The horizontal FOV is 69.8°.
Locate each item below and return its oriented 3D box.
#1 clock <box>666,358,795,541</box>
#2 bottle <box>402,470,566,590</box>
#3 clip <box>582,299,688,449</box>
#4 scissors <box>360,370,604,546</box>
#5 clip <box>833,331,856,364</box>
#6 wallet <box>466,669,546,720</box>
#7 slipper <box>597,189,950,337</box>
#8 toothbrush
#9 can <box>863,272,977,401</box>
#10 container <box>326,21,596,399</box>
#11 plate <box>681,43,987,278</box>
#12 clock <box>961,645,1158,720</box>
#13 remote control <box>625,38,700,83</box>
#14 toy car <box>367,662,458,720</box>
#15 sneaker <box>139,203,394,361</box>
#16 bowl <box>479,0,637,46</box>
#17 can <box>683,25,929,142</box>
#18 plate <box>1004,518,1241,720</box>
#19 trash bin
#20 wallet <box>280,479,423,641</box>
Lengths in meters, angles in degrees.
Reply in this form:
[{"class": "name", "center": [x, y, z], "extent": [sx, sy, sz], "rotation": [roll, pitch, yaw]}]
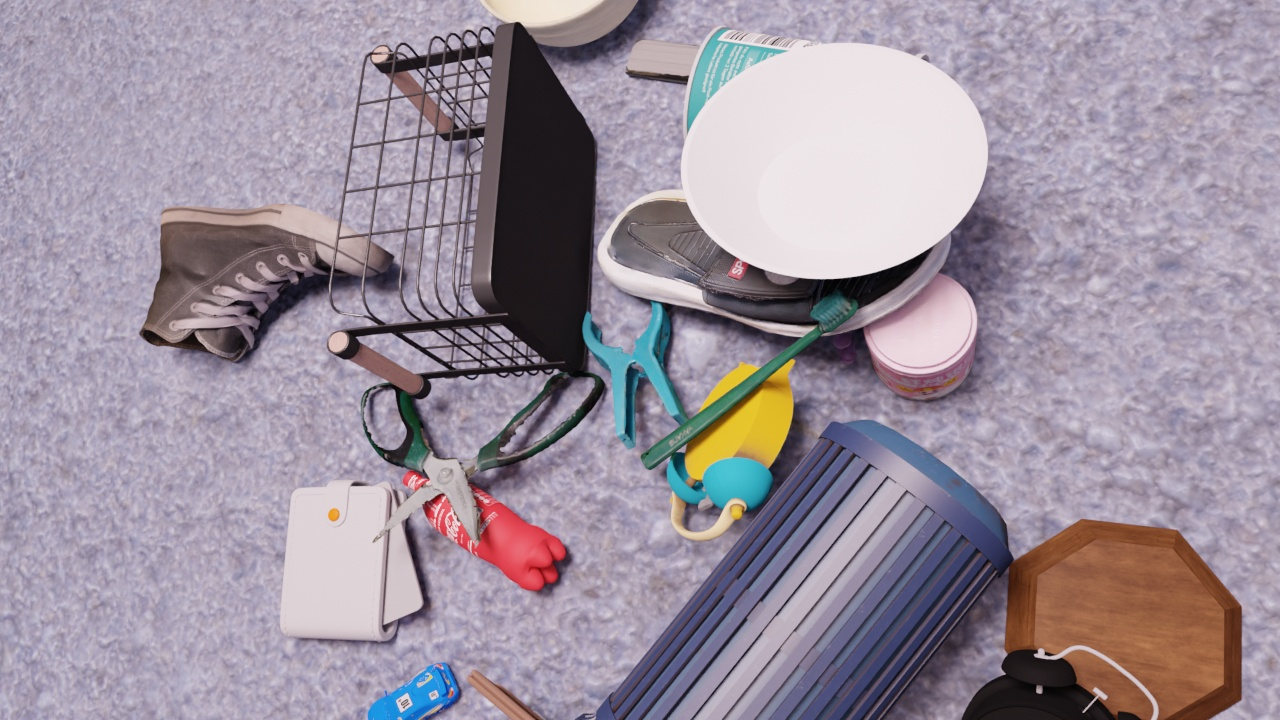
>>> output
[{"class": "clock", "center": [0.058, 0.058, 0.604], "extent": [0.043, 0.099, 0.129], "rotation": [29, 76, -18]}, {"class": "bottle", "center": [-0.118, 0.118, 0.668], "extent": [0.141, 0.042, 0.042], "rotation": [27, 84, 24]}, {"class": "clip", "center": [-0.021, 0.007, 0.662], "extent": [0.120, 0.030, 0.130], "rotation": [-6, 55, 18]}, {"class": "scissors", "center": [-0.125, 0.050, 0.687], "extent": [0.205, 0.015, 0.201], "rotation": [-31, 46, -10]}, {"class": "clip", "center": [0.139, -0.025, 0.633], "extent": [0.013, 0.029, 0.050], "rotation": [-8, 65, 17]}, {"class": "wallet", "center": [-0.059, 0.233, 0.572], "extent": [0.087, 0.121, 0.013], "rotation": [31, 69, 23]}, {"class": "slipper", "center": [0.069, -0.081, 0.611], "extent": [0.264, 0.063, 0.111], "rotation": [15, 65, 44]}, {"class": "toothbrush", "center": [0.061, 0.016, 0.577], "extent": [0.190, 0.017, 0.016], "rotation": [-42, 20, 34]}, {"class": "can", "center": [0.179, -0.014, 0.588], "extent": [0.067, 0.076, 0.067], "rotation": [-5, 72, 17]}, {"class": "container", "center": [-0.125, -0.105, 0.667], "extent": [0.130, 0.163, 0.241], "rotation": [-4, 70, 17]}, {"class": "plate", "center": [0.113, -0.113, 0.550], "extent": [0.174, 0.036, 0.173], "rotation": [-6, 61, 10]}, {"class": "clock", "center": [0.225, 0.211, 0.502], "extent": [0.091, 0.042, 0.121], "rotation": [40, 110, 24]}, {"class": "remote control", "center": [0.053, -0.235, 0.732], "extent": [0.137, 0.013, 0.033], "rotation": [14, 79, 24]}, {"class": "toy car", "center": [-0.164, 0.235, 0.637], "extent": [0.092, 0.062, 0.033], "rotation": [-35, 66, 6]}, {"class": "sneaker", "center": [-0.313, -0.061, 0.762], "extent": [0.235, 0.095, 0.119], "rotation": [4, 78, 17]}, {"class": "bowl", "center": [-0.057, -0.321, 0.761], "extent": [0.151, 0.075, 0.150], "rotation": [-5, 72, 16]}, {"class": "can", "center": [0.116, -0.173, 0.644], "extent": [0.144, 0.099, 0.099], "rotation": [17, 80, 22]}, {"class": "plate", "center": [0.279, 0.154, 0.531], "extent": [0.131, 0.025, 0.131], "rotation": [-5, 72, 17]}, {"class": "trash bin", "center": [0.092, 0.161, 0.533], "extent": [0.139, 0.139, 0.249], "rotation": [38, 87, 24]}, {"class": "wallet", "center": [-0.211, 0.150, 0.693], "extent": [0.115, 0.037, 0.118], "rotation": [-3, 76, 18]}]
